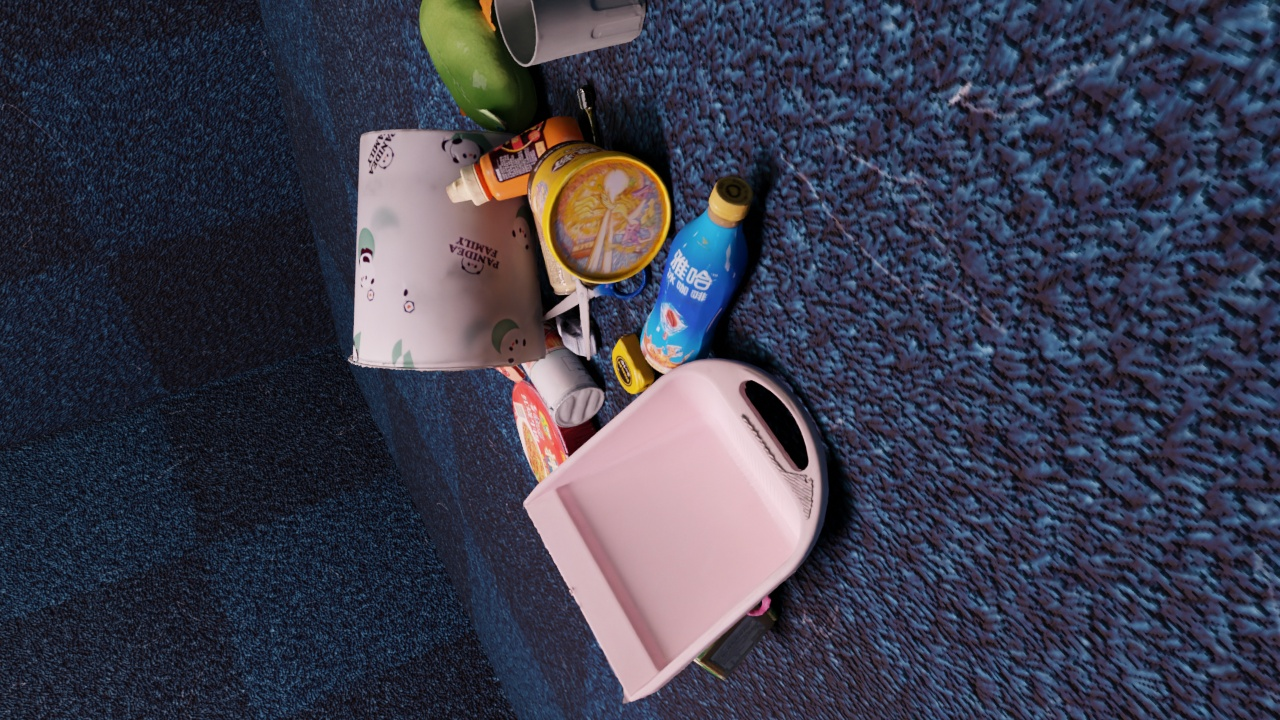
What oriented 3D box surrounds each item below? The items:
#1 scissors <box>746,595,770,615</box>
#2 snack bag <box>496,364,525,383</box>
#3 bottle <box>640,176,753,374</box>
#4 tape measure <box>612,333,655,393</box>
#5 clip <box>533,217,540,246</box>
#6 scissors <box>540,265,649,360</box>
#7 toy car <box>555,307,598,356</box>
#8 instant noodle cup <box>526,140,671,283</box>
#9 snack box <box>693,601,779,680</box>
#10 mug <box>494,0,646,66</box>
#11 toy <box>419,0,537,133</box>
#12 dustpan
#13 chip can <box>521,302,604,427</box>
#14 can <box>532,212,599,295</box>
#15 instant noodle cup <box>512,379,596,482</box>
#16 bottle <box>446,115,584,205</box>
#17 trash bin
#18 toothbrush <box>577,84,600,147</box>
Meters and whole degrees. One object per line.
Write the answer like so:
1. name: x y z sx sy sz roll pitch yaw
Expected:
1. scissors: 0.076 0.179 0.866 0.133 0.134 0.017 35 -171 22
2. snack bag: -0.207 -0.026 1.285 0.128 0.073 0.208 52 176 -6
3. bottle: 0.050 -0.067 0.763 0.065 0.065 0.219 59 154 23
4. tape measure: -0.006 0.006 0.993 0.060 0.028 0.057 63 156 15
5. clip: -0.118 -0.167 1.101 0.070 0.034 0.100 58 146 28
6. scissors: -0.057 -0.081 0.966 0.176 0.012 0.162 -13 103 41
7. toy car: -0.081 -0.034 1.123 0.090 0.034 0.043 39 146 53
8. instant noodle cup: -0.046 -0.147 0.857 0.114 0.118 0.119 -130 28 -56
9. snack box: 0.061 0.249 0.915 0.105 0.117 0.118 37 171 40
10. mug: -0.055 -0.307 0.746 0.083 0.103 0.124 59 154 23
11. toy: -0.189 -0.353 1.029 0.246 0.089 0.227 61 157 11
12. dustpan: 0.027 0.128 0.799 0.222 0.273 0.139 54 178 24
13. chip can: -0.128 -0.014 1.195 0.214 0.071 0.071 54 153 33
14. can: -0.082 -0.135 1.006 0.058 0.058 0.116 22 128 60
15. instant noodle cup: -0.110 0.109 1.264 0.194 0.065 0.194 47 148 41
16. bottle: -0.126 -0.195 0.931 0.067 0.149 0.067 -17 -94 -89
17. trash bin: -0.220 -0.127 1.049 0.230 0.229 0.252 15 107 63
18. toothbrush: -0.038 -0.182 0.924 0.017 0.012 0.186 -58 -41 -63
